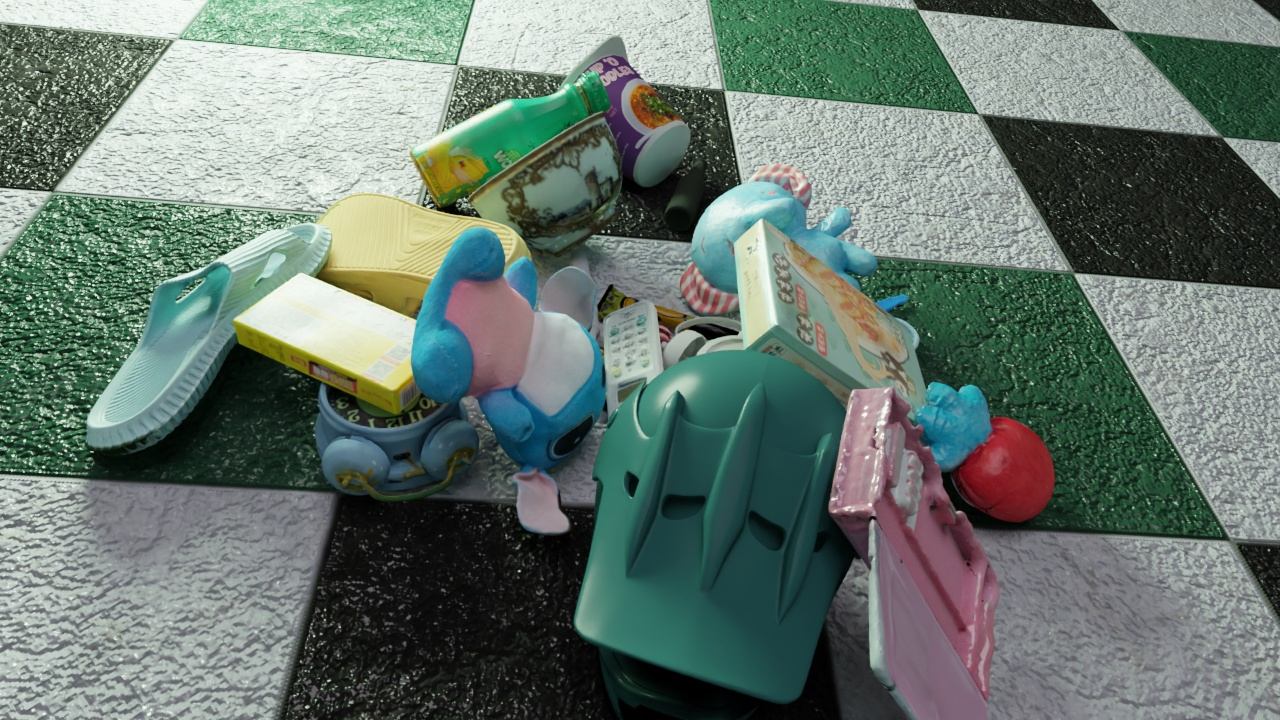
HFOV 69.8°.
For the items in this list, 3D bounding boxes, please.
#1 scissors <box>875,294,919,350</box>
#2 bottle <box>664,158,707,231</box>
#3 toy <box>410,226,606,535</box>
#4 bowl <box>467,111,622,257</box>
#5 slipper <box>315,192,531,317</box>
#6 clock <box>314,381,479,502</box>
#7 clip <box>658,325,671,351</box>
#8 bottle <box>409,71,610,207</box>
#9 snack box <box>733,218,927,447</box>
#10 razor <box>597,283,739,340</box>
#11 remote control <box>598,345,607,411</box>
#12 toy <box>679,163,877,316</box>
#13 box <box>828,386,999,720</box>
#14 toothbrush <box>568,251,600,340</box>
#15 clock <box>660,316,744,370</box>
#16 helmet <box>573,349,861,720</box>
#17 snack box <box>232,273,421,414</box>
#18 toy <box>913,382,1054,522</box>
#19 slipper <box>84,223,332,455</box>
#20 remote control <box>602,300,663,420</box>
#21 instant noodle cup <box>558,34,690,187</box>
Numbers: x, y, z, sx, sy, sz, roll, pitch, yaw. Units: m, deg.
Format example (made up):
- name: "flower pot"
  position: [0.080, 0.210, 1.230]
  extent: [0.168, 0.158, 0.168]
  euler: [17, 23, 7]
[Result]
- name: "scissors"
  position: [0.217, -0.046, 0.897]
  extent: [0.125, 0.013, 0.126]
  euler: [-21, 54, -26]
- name: "bottle"
  position: [0.055, -0.187, 1.008]
  extent: [0.033, 0.033, 0.122]
  euler: [14, 43, 6]
- name: "toy"
  position: [-0.093, 0.012, 0.676]
  extent: [0.099, 0.191, 0.223]
  euler: [-10, 59, 27]
- name: "bowl"
  position: [-0.078, -0.159, 0.896]
  extent: [0.159, 0.160, 0.094]
  euler: [-41, 102, -40]
- name: "slipper"
  position: [-0.200, -0.083, 0.818]
  extent: [0.264, 0.078, 0.099]
  euler: [13, 55, 33]
- name: "clock"
  position: [-0.185, 0.051, 0.695]
  extent: [0.118, 0.060, 0.162]
  euler: [-12, 44, -22]
- name: "clip"
  position: [-0.002, -0.026, 0.837]
  extent: [0.059, 0.023, 0.045]
  euler: [-9, 47, -10]
- name: "bottle"
  position: [-0.131, -0.234, 0.951]
  extent: [0.209, 0.068, 0.068]
  euler: [-28, 51, -5]
- name: "snack box"
  position: [0.162, -0.016, 0.769]
  extent: [0.193, 0.044, 0.141]
  euler: [33, 35, -25]
- name: "razor"
  position: [0.031, -0.037, 0.854]
  extent: [0.144, 0.021, 0.043]
  euler: [19, 44, 8]
- name: "remote control"
  position: [-0.051, 0.007, 0.797]
  extent: [0.133, 0.013, 0.058]
  euler: [23, 45, 15]
- name: "toy"
  position: [0.130, -0.111, 0.871]
  extent: [0.181, 0.115, 0.183]
  euler: [25, 70, 32]
- name: "box"
  position: [0.167, 0.150, 0.539]
  extent: [0.040, 0.233, 0.178]
  euler: [-12, 43, 30]
- name: "toothbrush"
  position: [-0.049, -0.044, 0.832]
  extent: [0.019, 0.018, 0.187]
  euler: [-1, 37, -9]
- name: "clock"
  position: [0.081, 0.017, 0.779]
  extent: [0.119, 0.061, 0.159]
  euler: [-7, 41, -20]
- name: "helmet"
  position: [0.049, 0.107, 0.568]
  extent: [0.176, 0.201, 0.273]
  euler: [16, 43, 7]
- name: "snack box"
  position: [-0.224, -0.016, 0.699]
  extent: [0.152, 0.025, 0.075]
  euler: [22, 42, 17]
- name: "toy"
  position: [0.271, 0.074, 0.728]
  extent: [0.133, 0.062, 0.092]
  euler: [38, 48, -1]
- name: "slipper"
  position: [-0.353, -0.039, 0.739]
  extent: [0.116, 0.069, 0.275]
  euler: [-8, 40, 28]
- name: "remote control"
  position: [-0.005, 0.005, 0.772]
  extent: [0.050, 0.022, 0.133]
  euler: [-20, 44, 15]
- name: "instant noodle cup"
  position: [-0.012, -0.268, 1.022]
  extent: [0.122, 0.137, 0.121]
  euler: [43, 38, 19]
